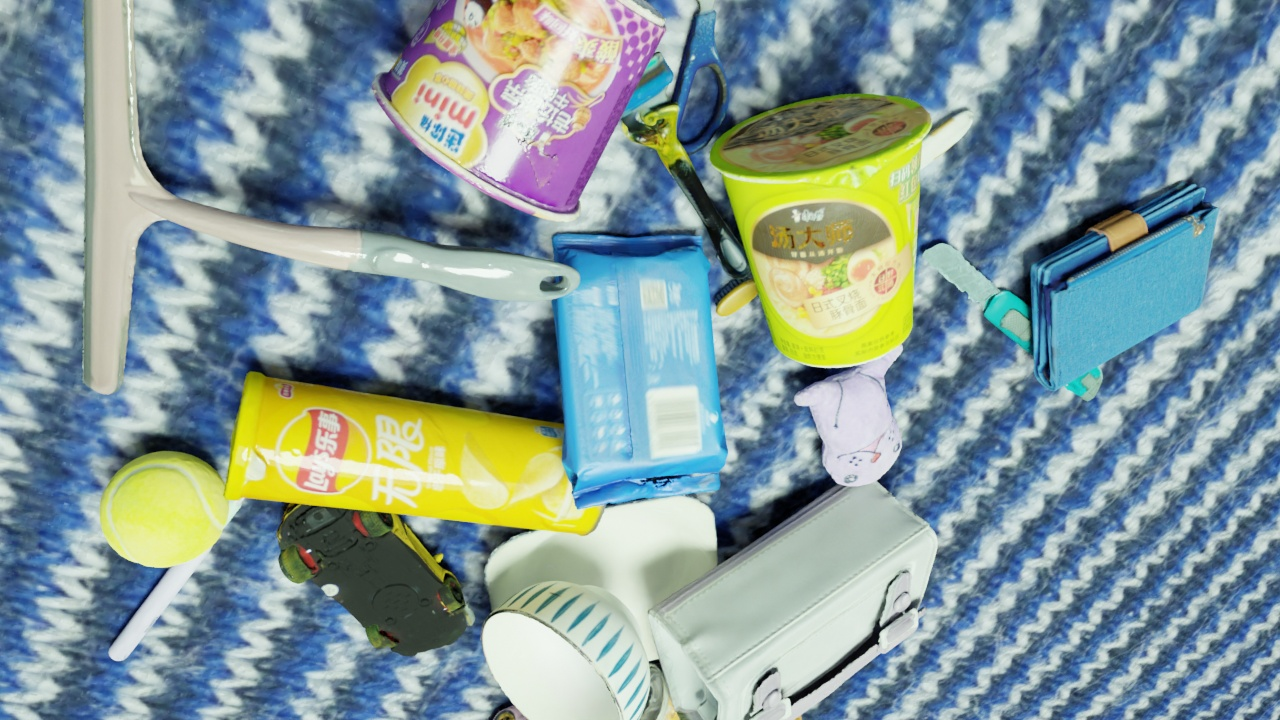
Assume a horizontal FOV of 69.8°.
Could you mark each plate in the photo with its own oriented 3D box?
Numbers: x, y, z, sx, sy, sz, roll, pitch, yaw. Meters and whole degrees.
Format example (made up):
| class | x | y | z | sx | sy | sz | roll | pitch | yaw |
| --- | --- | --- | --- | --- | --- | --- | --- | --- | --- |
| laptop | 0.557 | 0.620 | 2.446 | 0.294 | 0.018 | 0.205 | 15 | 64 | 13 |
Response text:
| class | x | y | z | sx | sy | sz | roll | pitch | yaw |
| --- | --- | --- | --- | --- | --- | --- | --- | --- | --- |
| plate | -0.025 | 0.161 | 0.661 | 0.164 | 0.034 | 0.164 | -12 | 125 | -9 |

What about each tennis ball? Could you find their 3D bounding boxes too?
| class | x | y | z | sx | sy | sz | roll | pitch | yaw |
| --- | --- | --- | --- | --- | --- | --- | --- | --- | --- |
| tennis ball | -0.269 | 0.084 | 0.520 | 0.065 | 0.065 | 0.066 | -8 | 124 | -12 |

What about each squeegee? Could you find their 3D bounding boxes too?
| class | x | y | z | sx | sy | sz | roll | pitch | yaw |
| --- | --- | --- | --- | --- | --- | --- | --- | --- | --- |
| squeegee | -0.150 | -0.060 | 0.456 | 0.249 | 0.040 | 0.248 | 11 | 118 | -13 |

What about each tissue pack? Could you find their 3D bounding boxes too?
| class | x | y | z | sx | sy | sz | roll | pitch | yaw |
| --- | --- | --- | --- | --- | --- | --- | --- | --- | --- |
| tissue pack | -0.003 | 0.003 | 0.531 | 0.095 | 0.052 | 0.157 | -5 | 89 | -12 |

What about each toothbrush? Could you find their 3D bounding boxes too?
| class | x | y | z | sx | sy | sz | roll | pitch | yaw |
| --- | --- | --- | --- | --- | --- | --- | --- | --- | --- |
| toothbrush | 0.121 | -0.089 | 0.556 | 0.191 | 0.018 | 0.016 | -38 | 127 | 7 |
| toothbrush | -0.281 | 0.128 | 0.574 | 0.021 | 0.029 | 0.189 | 46 | 107 | 7 |

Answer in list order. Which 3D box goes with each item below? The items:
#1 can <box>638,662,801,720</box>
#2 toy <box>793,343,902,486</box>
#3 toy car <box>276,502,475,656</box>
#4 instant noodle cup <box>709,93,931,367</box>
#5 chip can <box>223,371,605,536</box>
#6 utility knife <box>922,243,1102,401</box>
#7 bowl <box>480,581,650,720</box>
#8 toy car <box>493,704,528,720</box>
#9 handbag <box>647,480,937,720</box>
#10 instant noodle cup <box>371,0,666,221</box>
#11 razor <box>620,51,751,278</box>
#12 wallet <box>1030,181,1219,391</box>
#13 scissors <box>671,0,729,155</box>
| class | x | y | z | sx | sy | sz | roll | pitch | yaw |
| --- | --- | --- | --- | --- | --- | --- | --- | --- | --- |
| can | 0.062 | 0.291 | 0.756 | 0.146 | 0.058 | 0.058 | 23 | 113 | -28 |
| toy | 0.151 | 0.043 | 0.634 | 0.083 | 0.039 | 0.108 | -29 | 125 | -8 |
| toy car | -0.171 | 0.138 | 0.598 | 0.071 | 0.041 | 0.156 | -29 | 124 | 3 |
| instant noodle cup | 0.104 | -0.066 | 0.498 | 0.111 | 0.111 | 0.123 | -18 | 121 | -5 |
| chip can | -0.127 | 0.058 | 0.543 | 0.213 | 0.072 | 0.072 | 10 | 118 | -23 |
| utility knife | 0.266 | -0.024 | 0.640 | 0.223 | 0.013 | 0.029 | 30 | 107 | -30 |
| bowl | -0.040 | 0.191 | 0.601 | 0.066 | 0.116 | 0.117 | -38 | 139 | -44 |
| toy car | -0.064 | 0.279 | 0.727 | 0.122 | 0.037 | 0.056 | -25 | 129 | 16 |
| handbag | 0.113 | 0.193 | 0.664 | 0.196 | 0.098 | 0.145 | -28 | 139 | -19 |
| instant noodle cup | -0.049 | -0.134 | 0.411 | 0.111 | 0.111 | 0.099 | 24 | 116 | -28 |
| razor | 0.026 | -0.099 | 0.500 | 0.043 | 0.022 | 0.143 | -29 | 125 | 12 |
| wallet | 0.325 | -0.049 | 0.624 | 0.133 | 0.040 | 0.106 | -28 | 128 | -9 |
| scissors | 0.021 | -0.187 | 0.461 | 0.162 | 0.012 | 0.173 | 3 | 123 | -17 |
